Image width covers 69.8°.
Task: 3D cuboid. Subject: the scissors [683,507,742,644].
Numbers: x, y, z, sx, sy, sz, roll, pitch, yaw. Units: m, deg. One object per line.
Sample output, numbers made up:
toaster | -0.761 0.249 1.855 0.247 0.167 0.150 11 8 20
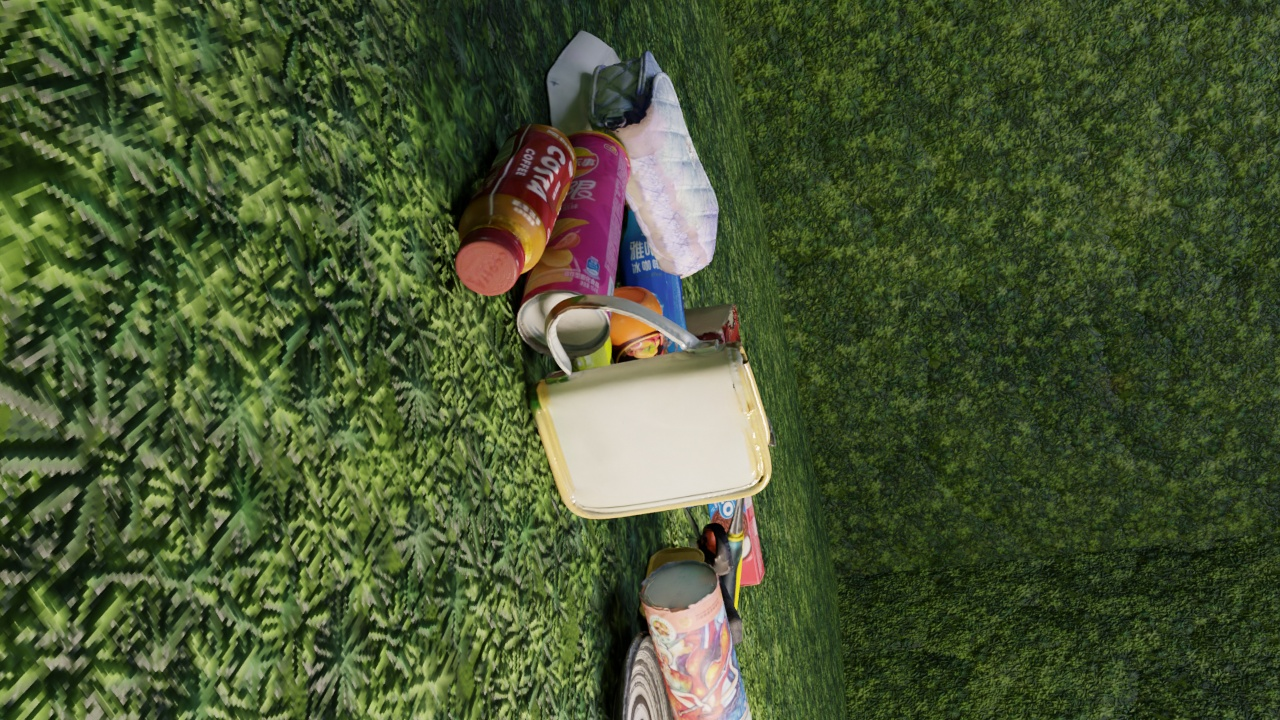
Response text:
scissors | 0.072 0.224 0.995 0.227 0.021 0.197 98 -20 -68

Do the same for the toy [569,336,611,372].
toy | -0.042 0.001 0.788 0.097 0.031 0.100 63 21 -56

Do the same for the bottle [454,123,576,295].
bottle | -0.085 -0.105 0.626 0.174 0.057 0.057 -79 156 -54

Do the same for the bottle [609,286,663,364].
bottle | -0.005 0.005 0.884 0.066 0.067 0.150 -75 159 -59

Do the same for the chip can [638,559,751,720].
chip can | 0.055 0.283 0.807 0.071 0.071 0.215 -67 146 -65

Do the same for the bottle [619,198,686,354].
bottle | 0.012 -0.082 0.997 0.065 0.065 0.218 5 75 -76

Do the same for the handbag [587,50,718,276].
handbag | 0.017 -0.193 0.891 0.194 0.076 0.134 58 27 -45

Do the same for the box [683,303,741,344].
box | 0.081 -0.033 1.181 0.168 0.091 0.077 -55 137 -71

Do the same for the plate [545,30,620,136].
plate | -0.041 -0.246 0.950 0.265 0.034 0.162 -77 154 -58

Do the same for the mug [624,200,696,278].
mug | 0.024 -0.150 1.078 0.114 0.082 0.106 -50 137 -37

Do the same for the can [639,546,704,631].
can | 0.040 0.248 0.901 0.101 0.057 0.083 -75 154 -60

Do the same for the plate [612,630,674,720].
plate | 0.003 0.321 0.774 0.179 0.024 0.179 -7 89 -76

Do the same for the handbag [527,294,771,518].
handbag | 0.003 0.024 0.676 0.063 0.163 0.179 -79 155 -59

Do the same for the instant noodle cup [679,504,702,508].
instant noodle cup | 0.042 0.082 0.963 0.109 0.099 0.099 -93 167 -58

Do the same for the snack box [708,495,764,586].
snack box | 0.128 0.208 1.288 0.058 0.057 0.207 -10 91 -74

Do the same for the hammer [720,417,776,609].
hammer | 0.110 0.215 1.057 0.126 0.032 0.323 -24 122 -63

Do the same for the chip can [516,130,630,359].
chip can | -0.050 -0.099 0.737 0.210 0.071 0.071 -85 160 -44
